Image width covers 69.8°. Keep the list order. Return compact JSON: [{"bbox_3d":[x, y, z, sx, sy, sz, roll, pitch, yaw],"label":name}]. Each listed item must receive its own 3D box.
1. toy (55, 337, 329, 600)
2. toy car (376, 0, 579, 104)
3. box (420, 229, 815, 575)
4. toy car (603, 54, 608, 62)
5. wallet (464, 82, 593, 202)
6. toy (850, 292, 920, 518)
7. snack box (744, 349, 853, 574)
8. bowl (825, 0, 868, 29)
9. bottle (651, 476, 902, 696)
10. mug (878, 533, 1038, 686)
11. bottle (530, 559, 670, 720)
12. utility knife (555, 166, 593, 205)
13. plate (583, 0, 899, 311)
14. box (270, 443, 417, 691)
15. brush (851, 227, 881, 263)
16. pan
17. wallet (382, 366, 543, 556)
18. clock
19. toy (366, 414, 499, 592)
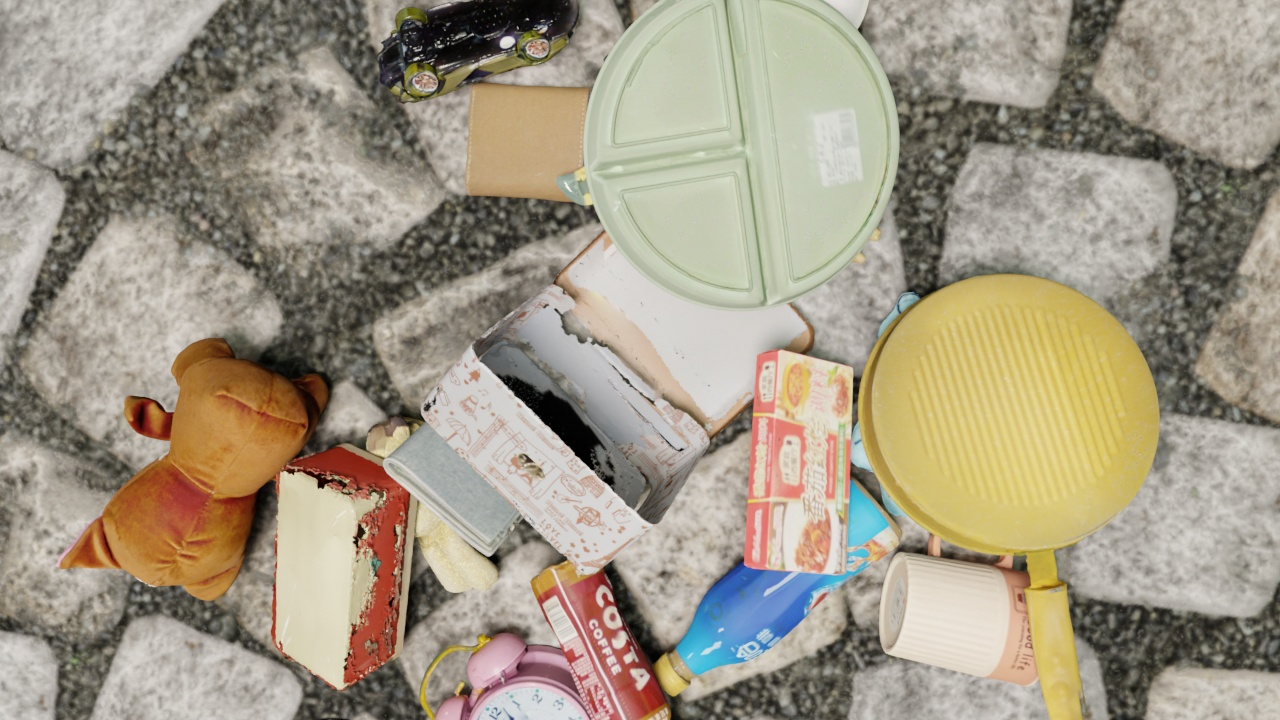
[{"bbox_3d":[-0.329,0.085,0.690,0.140,0.130,0.199,26,91,-29],"label":"toy"},{"bbox_3d":[-0.120,-0.238,0.683,0.158,0.042,0.070,-15,64,5],"label":"toy car"},{"bbox_3d":[-0.012,0.009,0.685,0.179,0.134,0.270,46,64,-3],"label":"box"},{"bbox_3d":[0.022,-0.205,0.688,0.105,0.048,0.032,16,128,0],"label":"toy car"},{"bbox_3d":[-0.074,-0.166,0.701,0.115,0.033,0.090,3,93,3],"label":"wallet"},{"bbox_3d":[0.224,0.031,0.698,0.156,0.049,0.161,-37,88,9],"label":"toy"},{"bbox_3d":[0.114,0.073,0.655,0.075,0.026,0.152,12,76,-31],"label":"snack box"},{"bbox_3d":[0.114,-0.280,0.667,0.118,0.064,0.118,0,96,1],"label":"bowl"},{"bbox_3d":[0.099,0.180,0.709,0.219,0.065,0.065,-40,93,5],"label":"bottle"},{"bbox_3d":[0.247,0.180,0.702,0.106,0.082,0.114,11,69,2],"label":"mug"},{"bbox_3d":[-0.023,0.234,0.697,0.057,0.057,0.175,-28,76,4],"label":"bottle"},{"bbox_3d":[0.035,-0.158,0.690,0.204,0.021,0.031,-23,106,-15],"label":"utility knife"},{"bbox_3d":[0.075,-0.147,0.635,0.230,0.027,0.230,-2,101,-9],"label":"plate"},{"bbox_3d":[-0.226,0.156,0.682,0.091,0.076,0.168,20,112,25],"label":"box"},{"bbox_3d":[0.103,-0.178,0.667,0.083,0.045,0.255,-24,107,7],"label":"brush"},{"bbox_3d":[0.270,0.115,0.639,0.198,0.078,0.357,-12,78,2],"label":"pan"},{"bbox_3d":[-0.112,0.071,0.687,0.106,0.129,0.037,43,136,-3],"label":"wallet"},{"bbox_3d":[-0.100,0.283,0.728,0.158,0.060,0.117,32,95,0],"label":"clock"},{"bbox_3d":[-0.162,0.114,0.719,0.105,0.066,0.157,-19,101,46],"label":"toy"}]
